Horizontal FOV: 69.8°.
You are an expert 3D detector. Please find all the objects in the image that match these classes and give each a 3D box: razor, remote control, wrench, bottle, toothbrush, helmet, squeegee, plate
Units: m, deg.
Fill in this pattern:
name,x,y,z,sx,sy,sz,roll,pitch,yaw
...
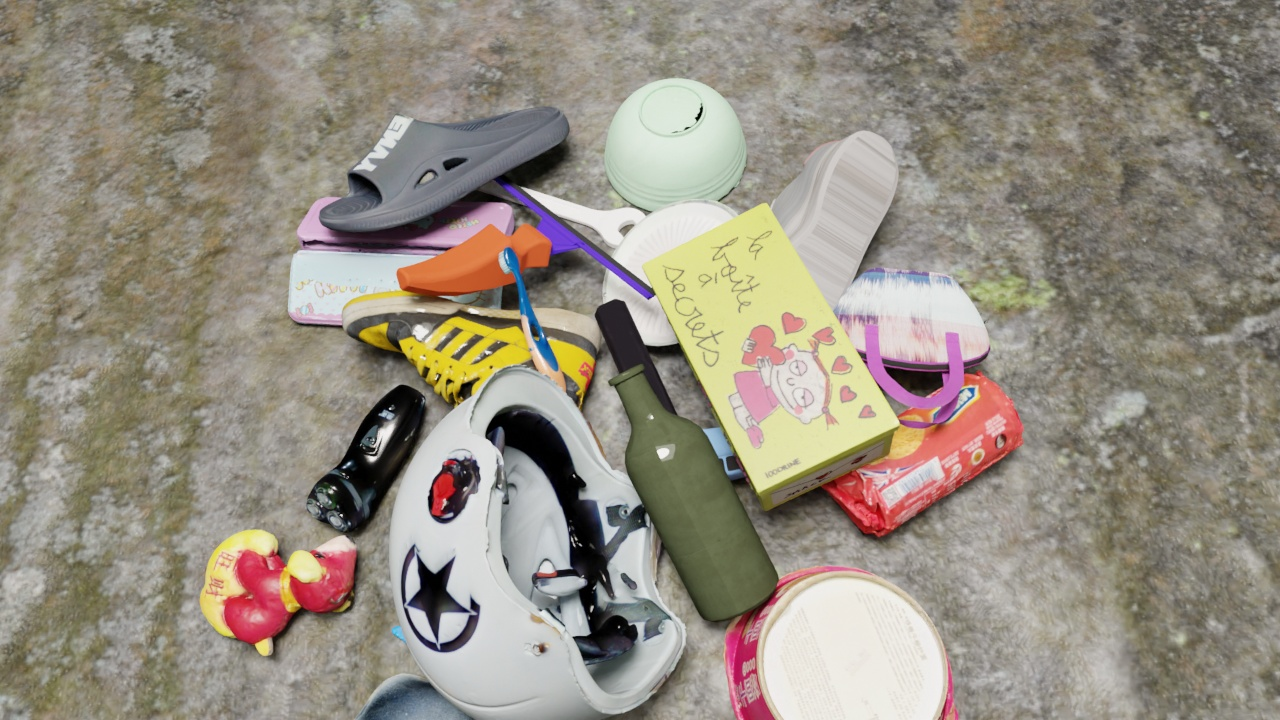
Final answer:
name,x,y,z,sx,sy,sz,roll,pitch,yaw
razor,-0.240,0.082,0.810,0.053,0.064,0.140,22,70,12
remote control,-0.005,0.005,0.796,0.032,0.015,0.136,-25,64,1
wrench,-0.120,-0.171,0.955,0.273,0.009,0.047,20,67,13
bottle,0.035,0.101,0.729,0.071,0.071,0.207,-27,92,-9
toothbrush,-0.092,-0.031,0.776,0.021,0.017,0.135,-22,92,-39
helmet,-0.097,0.148,0.693,0.164,0.236,0.263,-27,69,19
squeegee,-0.136,-0.092,0.831,0.184,0.055,0.249,-21,49,-40
plate,0.035,-0.083,0.868,0.157,0.014,0.156,-14,60,26

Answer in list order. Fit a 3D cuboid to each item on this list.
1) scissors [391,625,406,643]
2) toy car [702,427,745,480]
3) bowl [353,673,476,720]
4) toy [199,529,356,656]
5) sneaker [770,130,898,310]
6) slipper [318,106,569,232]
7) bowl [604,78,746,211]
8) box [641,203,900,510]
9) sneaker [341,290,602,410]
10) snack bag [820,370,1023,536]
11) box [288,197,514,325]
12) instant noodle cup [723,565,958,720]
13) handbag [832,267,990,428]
name,x,y,z,sx,sy,sz,roll,pitch,yaw
scissors,-0.151,0.244,0.754,0.125,0.014,0.130,21,68,14
toy car,0.081,0.075,0.793,0.153,0.056,0.054,-11,78,4
bowl,-0.164,0.295,0.702,0.110,0.055,0.110,-2,75,6
toy,-0.306,0.192,0.766,0.137,0.067,0.105,-6,70,10
sneaker,0.151,-0.107,0.873,0.099,0.089,0.236,33,89,-16
slipper,-0.193,-0.206,0.894,0.267,0.083,0.111,-31,33,-21
bowl,0.034,-0.231,0.936,0.151,0.077,0.150,-2,64,4
box,0.101,-0.005,0.743,0.124,0.082,0.220,-24,68,2
sneaker,-0.159,0.012,0.824,0.238,0.086,0.121,4,60,2
snack bag,0.240,0.081,0.774,0.176,0.082,0.082,-30,66,-10
box,-0.237,-0.100,0.910,0.214,0.051,0.148,3,68,5
instant noodle cup,0.157,0.236,0.700,0.179,0.078,0.178,-2,64,3
handbag,0.230,-0.006,0.778,0.144,0.068,0.169,6,36,7
